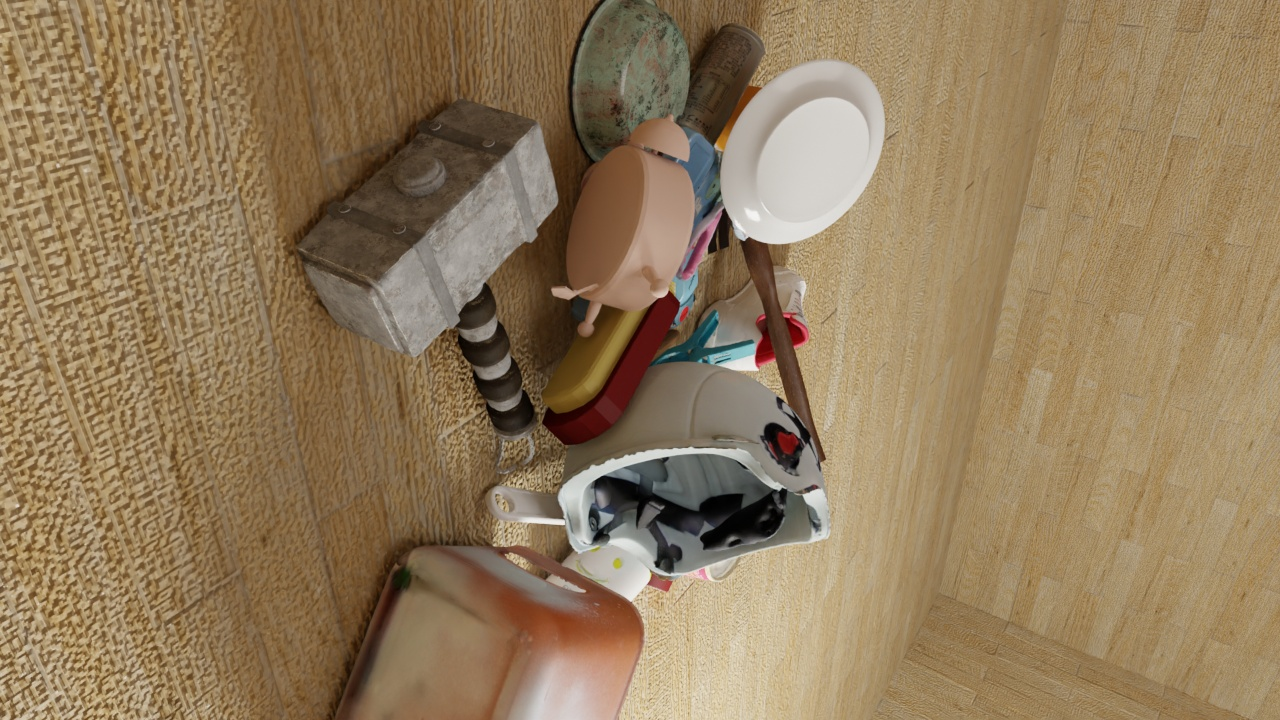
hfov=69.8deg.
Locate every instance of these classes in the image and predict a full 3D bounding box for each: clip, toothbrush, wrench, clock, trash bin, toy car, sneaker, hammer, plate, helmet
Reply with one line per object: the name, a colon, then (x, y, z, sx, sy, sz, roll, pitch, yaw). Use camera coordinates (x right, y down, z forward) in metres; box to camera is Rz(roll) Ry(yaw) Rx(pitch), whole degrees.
clip: (0.056, -0.011, 1.035, 0.120, 0.104, 0.027, -34, 136, -19)
toothbrush: (-0.006, 0.006, 0.978, 0.166, 0.016, 0.016, -39, 138, -43)
wrench: (-0.049, 0.153, 0.921, 0.018, 0.066, 0.273, -35, 148, 29)
clock: (-0.020, -0.114, 0.757, 0.086, 0.131, 0.160, 22, 66, -26)
trash bin: (-0.136, 0.292, 0.755, 0.157, 0.182, 0.259, 26, 84, -59)
toy car: (0.045, -0.081, 1.001, 0.060, 0.027, 0.108, -42, 140, -41)
sneaker: (0.170, -0.049, 1.155, 0.235, 0.104, 0.090, -30, 131, -50)
hammer: (-0.123, -0.021, 0.711, 0.176, 0.079, 0.327, -53, 152, -29)
hammer: (0.156, -0.038, 1.053, 0.115, 0.033, 0.323, -16, 90, -40)
plate: (0.165, -0.196, 0.897, 0.188, 0.016, 0.189, -15, 129, -20)
helmet: (0.046, 0.087, 0.860, 0.263, 0.237, 0.163, 32, 44, -41)

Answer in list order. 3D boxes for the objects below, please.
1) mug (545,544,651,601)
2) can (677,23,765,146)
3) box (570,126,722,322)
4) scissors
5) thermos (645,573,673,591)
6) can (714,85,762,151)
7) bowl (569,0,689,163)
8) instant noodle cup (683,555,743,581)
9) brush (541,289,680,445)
mug: (-0.051, 0.238, 0.967, 0.105, 0.083, 0.083, -40, 138, -41)
can: (0.073, -0.267, 0.915, 0.135, 0.054, 0.054, -62, 150, -17)
box: (0.018, -0.115, 0.891, 0.209, 0.021, 0.125, -57, 151, 7)
scissors: (0.091, -0.157, 0.943, 0.173, 0.014, 0.171, -4, 122, -61)
thermos: (0.038, 0.163, 1.085, 0.108, 0.084, 0.198, 124, -10, -84)
can: (0.152, -0.244, 0.971, 0.078, 0.143, 0.079, -36, 136, -46)
bowl: (0.000, -0.246, 0.817, 0.157, 0.039, 0.158, -36, 136, -46)
instant noodle cup: (0.093, 0.211, 1.201, 0.178, 0.078, 0.179, -37, 136, -46)
brush: (-0.030, -0.005, 0.803, 0.042, 0.082, 0.173, 46, 51, -22)
